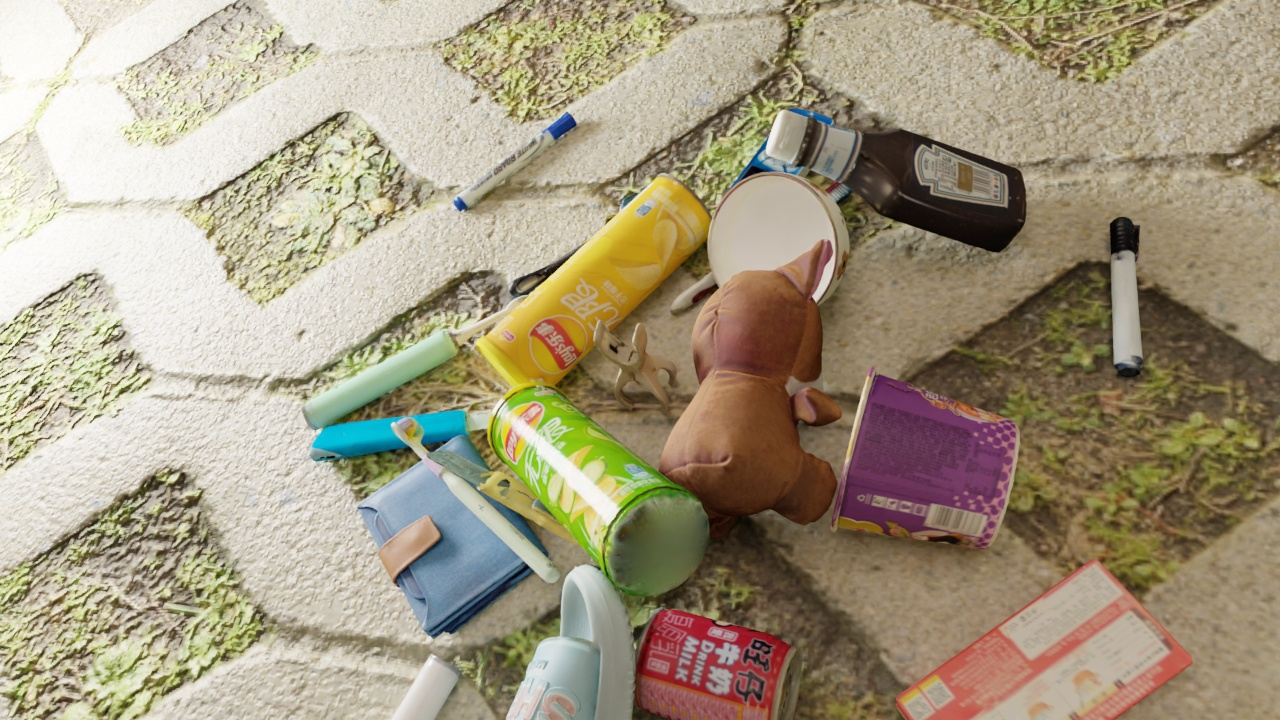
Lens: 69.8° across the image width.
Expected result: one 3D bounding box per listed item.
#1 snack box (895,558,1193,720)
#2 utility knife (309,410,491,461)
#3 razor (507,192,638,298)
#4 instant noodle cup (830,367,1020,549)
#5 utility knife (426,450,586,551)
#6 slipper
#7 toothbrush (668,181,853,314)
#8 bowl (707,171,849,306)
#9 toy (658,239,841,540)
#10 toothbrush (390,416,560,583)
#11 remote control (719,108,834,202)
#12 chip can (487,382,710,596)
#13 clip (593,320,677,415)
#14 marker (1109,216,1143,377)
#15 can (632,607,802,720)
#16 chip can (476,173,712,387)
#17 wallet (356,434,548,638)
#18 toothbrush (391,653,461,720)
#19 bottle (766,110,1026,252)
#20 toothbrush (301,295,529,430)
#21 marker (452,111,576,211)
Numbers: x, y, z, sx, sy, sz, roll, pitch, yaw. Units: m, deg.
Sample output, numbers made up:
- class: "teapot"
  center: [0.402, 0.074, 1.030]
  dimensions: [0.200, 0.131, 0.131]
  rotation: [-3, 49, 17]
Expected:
- class: "snack box"
  center: [0.235, 0.191, 0.543]
  dimensions: [0.153, 0.025, 0.075]
  rotation: [-34, 57, -3]
- class: "utility knife"
  center: [-0.179, 0.058, 0.765]
  dimensions: [0.207, 0.018, 0.034]
  rotation: [-8, 44, 14]
- class: "razor"
  center: [-0.055, -0.094, 0.814]
  dimensions: [0.143, 0.022, 0.042]
  rotation: [-31, 92, 0]
- class: "instant noodle cup"
  center: [0.183, 0.068, 0.591]
  dimensions: [0.099, 0.112, 0.111]
  rotation: [12, 64, 14]
- class: "utility knife"
  center: [-0.073, 0.112, 0.673]
  dimensions: [0.195, 0.020, 0.030]
  rotation: [22, 31, 15]
- class: "slipper"
  center: [-0.053, 0.248, 0.554]
  dimensions: [0.074, 0.104, 0.245]
  rotation: [10, 67, -11]
- class: "toothbrush"
  center: [0.101, -0.093, 0.765]
  dimensions: [0.187, 0.016, 0.017]
  rotation: [-36, 66, -6]
- class: "bowl"
  center: [0.116, -0.090, 0.718]
  dimensions: [0.114, 0.062, 0.113]
  rotation: [11, 107, 38]
- class: "toy"
  center: [0.085, 0.020, 0.642]
  dimensions: [0.140, 0.130, 0.199]
  rotation: [-19, 56, 42]
- class: "toothbrush"
  center: [-0.124, 0.102, 0.685]
  dimensions: [0.189, 0.029, 0.020]
  rotation: [38, 106, 29]
- class: "remote control"
  center: [0.120, -0.166, 0.796]
  dimensions: [0.049, 0.024, 0.124]
  rotation: [27, 70, 30]
- class: "chip can"
  center: [-0.036, 0.080, 0.621]
  dimensions: [0.072, 0.072, 0.221]
  rotation: [-44, 31, -10]
- class: "clip"
  center: [-0.014, 0.004, 0.697]
  dimensions: [0.081, 0.104, 0.034]
  rotation: [-2, 60, 34]
- class: "marker"
  center: [0.347, -0.047, 0.654]
  dimensions: [0.023, 0.018, 0.130]
  rotation: [6, 62, 11]
- class: "can"
  center: [0.049, 0.198, 0.576]
  dimensions: [0.094, 0.066, 0.066]
  rotation: [9, 63, 23]
- class: "chip can"
  center: [-0.036, -0.060, 0.757]
  dimensions: [0.213, 0.072, 0.072]
  rotation: [-45, 57, -11]
- class: "wallet"
  center: [-0.147, 0.131, 0.701]
  dimensions: [0.106, 0.040, 0.133]
  rotation: [-35, 55, -10]
- class: "toothbrush"
  center: [-0.191, 0.304, 0.616]
  dimensions: [0.026, 0.026, 0.220]
  rotation: [-2, 53, 57]
- class: "bottle"
  center: [0.192, -0.142, 0.695]
  dimensions: [0.195, 0.044, 0.079]
  rotation: [18, 53, -4]
- class: "toothbrush"
  center: [-0.193, -0.002, 0.801]
  dimensions: [0.224, 0.027, 0.026]
  rotation: [-28, 88, 1]
- class: "marker"
  center: [-0.123, -0.195, 0.900]
  dimensions: [0.145, 0.017, 0.017]
  rotation: [-39, 56, -7]
